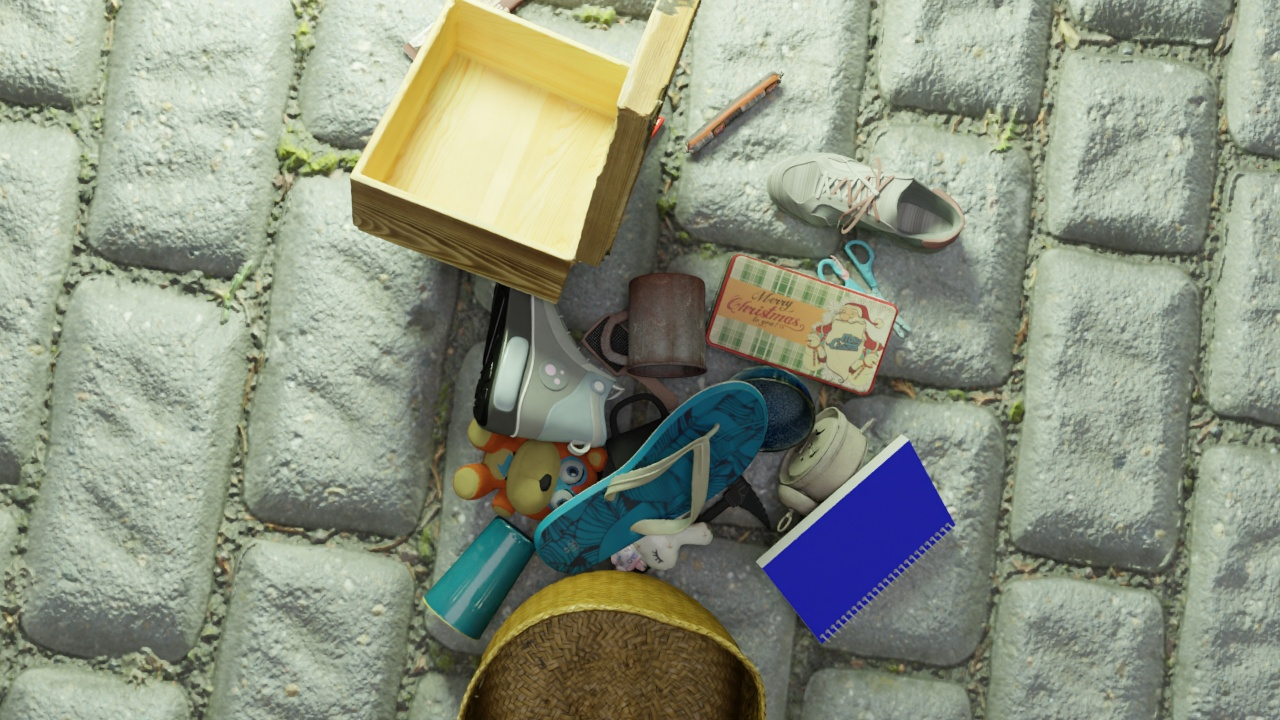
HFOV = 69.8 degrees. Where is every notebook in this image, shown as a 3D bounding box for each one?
[{"bbox_3d":[0.247,0.206,1.026,0.209,0.022,0.171,-40,124,-4],"label":"notebook"}]

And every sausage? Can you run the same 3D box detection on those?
[{"bbox_3d":[0.110,-0.296,1.089,0.155,0.020,0.020,-40,90,-4],"label":"sausage"}]

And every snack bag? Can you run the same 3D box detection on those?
[{"bbox_3d":[-0.204,-0.401,1.081,0.158,0.013,0.057,-42,88,-4],"label":"snack bag"}]

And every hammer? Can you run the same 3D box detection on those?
[{"bbox_3d":[0.003,0.248,1.058,0.325,0.015,0.095,-37,89,-4],"label":"hammer"}]

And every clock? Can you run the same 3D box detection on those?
[{"bbox_3d":[0.200,0.128,1.030,0.061,0.103,0.156,35,78,-8],"label":"clock"}]

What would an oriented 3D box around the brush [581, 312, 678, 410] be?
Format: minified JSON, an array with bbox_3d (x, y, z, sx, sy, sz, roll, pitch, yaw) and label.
[{"bbox_3d":[-0.006,0.006,1.069,0.135,0.015,0.050,45,85,0],"label":"brush"}]

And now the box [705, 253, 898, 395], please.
[{"bbox_3d":[0.183,-0.041,1.062,0.205,0.051,0.117,19,90,-1],"label":"box"}]

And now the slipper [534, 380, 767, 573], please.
[{"bbox_3d":[0.020,0.138,0.970,0.295,0.060,0.118,-36,119,3],"label":"slipper"}]

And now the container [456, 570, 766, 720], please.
[{"bbox_3d":[-0.033,0.370,0.953,0.307,0.196,0.307,0,92,-6],"label":"container"}]

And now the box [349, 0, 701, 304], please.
[{"bbox_3d":[-0.088,-0.265,0.882,0.286,0.337,0.278,21,61,-7],"label":"box"}]

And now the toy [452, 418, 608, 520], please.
[{"bbox_3d":[-0.114,0.126,1.025,0.176,0.096,0.112,15,91,-13],"label":"toy"}]

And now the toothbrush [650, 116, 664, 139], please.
[{"bbox_3d":[-0.039,-0.204,1.080,0.018,0.012,0.212,35,86,-1],"label":"toothbrush"}]

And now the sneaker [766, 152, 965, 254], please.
[{"bbox_3d":[0.265,-0.187,1.056,0.236,0.089,0.099,15,86,-2],"label":"sneaker"}]

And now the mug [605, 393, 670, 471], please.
[{"bbox_3d":[0.008,0.094,1.033,0.088,0.078,0.113,-21,89,-4],"label":"mug"}]

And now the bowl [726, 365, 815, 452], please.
[{"bbox_3d":[0.142,0.044,1.044,0.114,0.115,0.060,17,44,-2],"label":"bowl"}]

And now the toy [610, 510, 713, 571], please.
[{"bbox_3d":[0.022,0.198,1.035,0.122,0.038,0.079,-31,96,0],"label":"toy"}]

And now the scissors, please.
[{"bbox_3d":[0.280,-0.086,1.093,0.141,0.015,0.076,41,89,-6],"label":"scissors"}]

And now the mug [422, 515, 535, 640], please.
[{"bbox_3d":[-0.173,0.238,1.022,0.078,0.078,0.121,37,81,-1],"label":"mug"}]

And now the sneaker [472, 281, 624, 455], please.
[{"bbox_3d":[-0.088,-0.027,1.019,0.160,0.093,0.256,17,63,-18],"label":"sneaker"}]

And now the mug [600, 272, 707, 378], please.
[{"bbox_3d":[0.014,-0.037,1.036,0.123,0.096,0.110,-2,74,13],"label":"mug"}]
